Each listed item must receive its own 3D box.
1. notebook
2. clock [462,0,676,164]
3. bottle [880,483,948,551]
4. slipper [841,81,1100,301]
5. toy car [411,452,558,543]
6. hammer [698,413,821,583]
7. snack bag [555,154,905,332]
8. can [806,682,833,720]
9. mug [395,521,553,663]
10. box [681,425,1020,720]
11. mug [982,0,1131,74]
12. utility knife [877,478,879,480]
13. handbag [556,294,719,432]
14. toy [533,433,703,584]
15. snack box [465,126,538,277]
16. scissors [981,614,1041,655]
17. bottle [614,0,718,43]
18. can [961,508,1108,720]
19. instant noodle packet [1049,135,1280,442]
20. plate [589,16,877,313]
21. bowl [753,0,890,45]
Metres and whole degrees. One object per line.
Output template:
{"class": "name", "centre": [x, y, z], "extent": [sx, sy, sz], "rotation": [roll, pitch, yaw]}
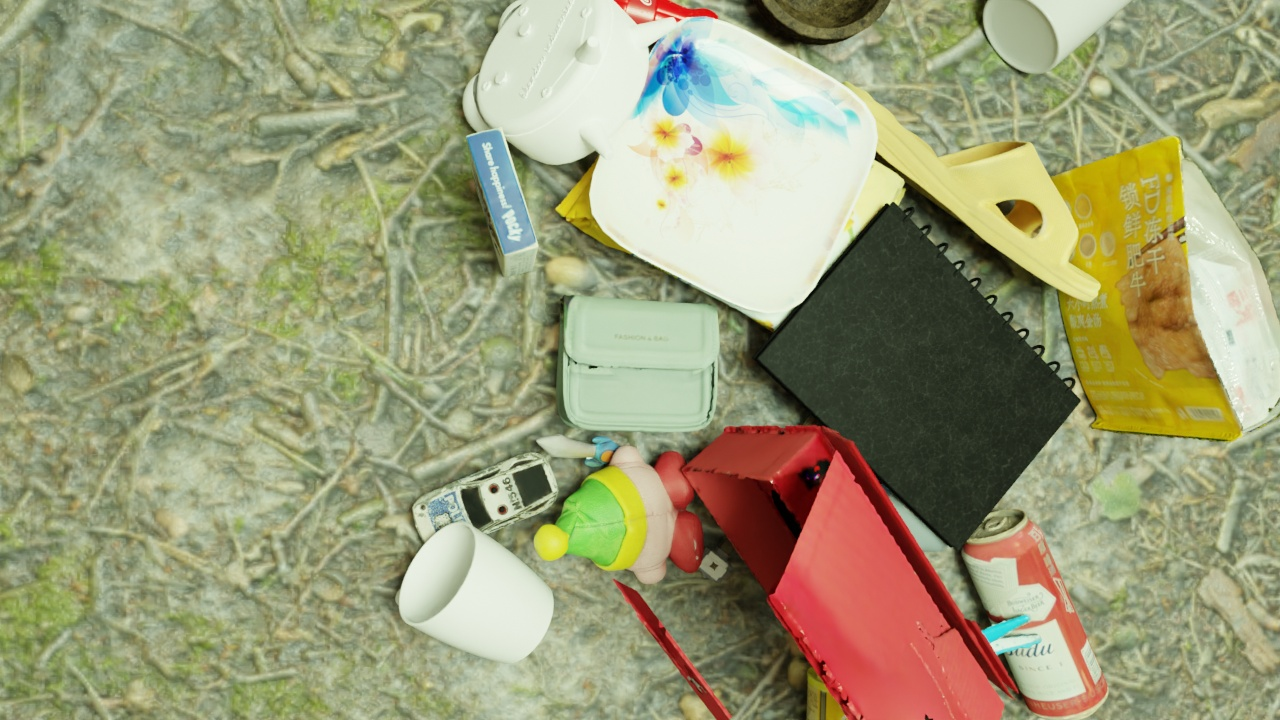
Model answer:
{"class": "notebook", "centre": [0.223, 0.012, 0.715], "extent": [0.231, 0.019, 0.169], "rotation": [43, 85, -13]}
{"class": "clock", "centre": [-0.064, -0.213, 0.666], "extent": [0.072, 0.161, 0.125], "rotation": [30, 84, -47]}
{"class": "bottle", "centre": [0.236, 0.116, 0.761], "extent": [0.072, 0.046, 0.161], "rotation": [38, 85, -7]}
{"class": "slipper", "centre": [0.271, -0.150, 0.737], "extent": [0.263, 0.099, 0.078], "rotation": [36, 106, -2]}
{"class": "toy car", "centre": [-0.120, 0.110, 0.710], "extent": [0.112, 0.040, 0.048], "rotation": [-22, 92, -7]}
{"class": "hammer", "centre": [0.146, 0.049, 0.756], "extent": [0.147, 0.028, 0.316], "rotation": [38, 85, 5]}
{"class": "snack bag", "centre": [0.076, -0.124, 0.727], "extent": [0.247, 0.068, 0.159], "rotation": [28, 87, -7]}
{"class": "can", "centre": [0.167, 0.301, 0.738], "extent": [0.067, 0.068, 0.105], "rotation": [2, 90, -9]}
{"class": "mug", "centre": [-0.131, 0.181, 0.690], "extent": [0.087, 0.114, 0.080], "rotation": [42, 43, -32]}
{"class": "box", "centre": [0.146, 0.154, 0.584], "extent": [0.124, 0.315, 0.211], "rotation": [-34, 102, 1]}
{"class": "mug", "centre": [0.339, -0.312, 0.770], "extent": [0.097, 0.079, 0.112], "rotation": [-41, 67, -7]}
{"class": "utility knife", "centre": [0.180, 0.106, 0.768], "extent": [0.031, 0.015, 0.209], "rotation": [31, 82, -4]}
{"class": "handbag", "centre": [-0.004, 0.004, 0.715], "extent": [0.122, 0.067, 0.106], "rotation": [2, 88, -8]}
{"class": "toy", "centre": [-0.019, 0.113, 0.696], "extent": [0.131, 0.097, 0.124], "rotation": [-6, 87, -11]}
{"class": "snack box", "centre": [-0.098, -0.108, 0.659], "extent": [0.026, 0.150, 0.082], "rotation": [-17, 91, -8]}
{"class": "scissors", "centre": [0.255, 0.229, 0.750], "extent": [0.141, 0.014, 0.090], "rotation": [-38, 90, 26]}
{"class": "bottle", "centre": [0.001, -0.275, 0.732], "extent": [0.119, 0.036, 0.036], "rotation": [12, 88, -8]}
{"class": "can", "centre": [0.326, 0.212, 0.763], "extent": [0.067, 0.067, 0.170], "rotation": [-24, 93, -8]}
{"class": "instant noodle packet", "centre": [0.404, -0.057, 0.728], "extent": [0.084, 0.163, 0.221], "rotation": [-21, 93, -8]}
{"class": "plate", "centre": [0.070, -0.143, 0.683], "extent": [0.187, 0.016, 0.187], "rotation": [26, 86, -7]}
{"class": "bowl", "centre": [0.140, -0.311, 0.743], "extent": [0.121, 0.056, 0.121], "rotation": [0, 90, -9]}
